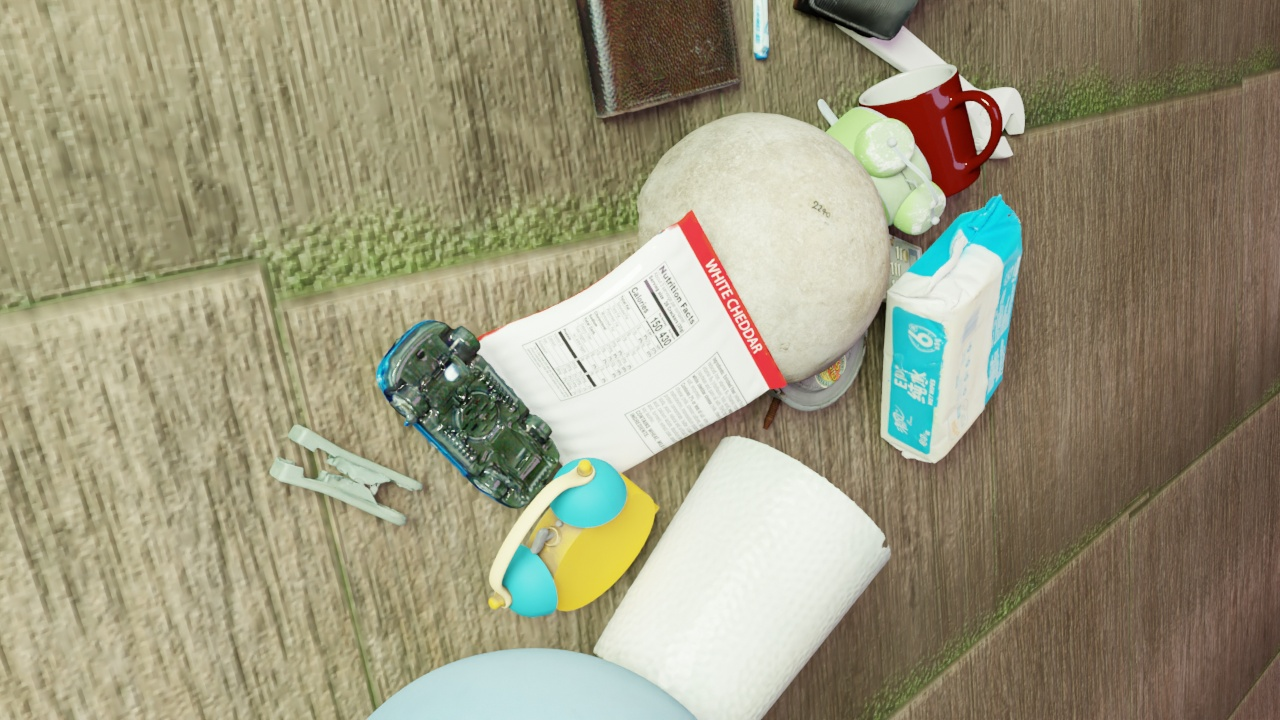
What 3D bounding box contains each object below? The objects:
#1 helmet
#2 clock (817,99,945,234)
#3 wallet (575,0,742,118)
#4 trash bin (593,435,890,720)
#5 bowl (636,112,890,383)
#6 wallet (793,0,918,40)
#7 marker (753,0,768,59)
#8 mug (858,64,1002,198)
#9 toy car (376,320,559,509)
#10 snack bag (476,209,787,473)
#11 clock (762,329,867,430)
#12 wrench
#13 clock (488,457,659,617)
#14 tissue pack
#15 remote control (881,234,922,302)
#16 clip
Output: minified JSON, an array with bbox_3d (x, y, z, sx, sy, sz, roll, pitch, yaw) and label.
[{"bbox_3d":[-0.048,0.245,0.467,0.166,0.226,0.266,-78,146,-55],"label":"helmet"},{"bbox_3d":[0.167,-0.134,0.648,0.042,0.119,0.094,-45,123,-2],"label":"clock"},{"bbox_3d":[0.013,-0.208,0.557,0.119,0.031,0.099,-25,115,-36],"label":"wallet"},{"bbox_3d":[0.059,0.152,0.587,0.161,0.133,0.133,-51,125,-17],"label":"trash bin"},{"bbox_3d":[0.092,-0.077,0.568,0.178,0.081,0.178,3,81,-22],"label":"bowl"},{"bbox_3d":[0.166,-0.280,0.626,0.089,0.026,0.115,5,127,-33],"label":"wallet"},{"bbox_3d":[0.080,-0.275,0.613,0.013,0.013,0.142,-11,103,-39],"label":"marker"},{"bbox_3d":[0.223,-0.169,0.686,0.073,0.106,0.082,-38,119,-27],"label":"mug"},{"bbox_3d":[-0.093,0.031,0.491,0.056,0.044,0.120,-52,128,-22],"label":"toy car"},{"bbox_3d":[-0.003,0.003,0.532,0.144,0.039,0.131,-29,120,6],"label":"snack bag"},{"bbox_3d":[0.121,-0.028,0.655,0.147,0.056,0.104,-52,123,-20],"label":"clock"},{"bbox_3d":[0.241,-0.234,0.752,0.273,0.018,0.066,17,85,-39],"label":"wrench"},{"bbox_3d":[-0.036,0.103,0.532,0.099,0.044,0.129,-57,150,5],"label":"clock"},{"bbox_3d":[0.241,-0.020,0.716,0.116,0.066,0.210,-43,143,-27],"label":"tissue pack"},{"bbox_3d":[0.198,-0.069,0.710,0.135,0.011,0.050,1,85,-59],"label":"remote control"},{"bbox_3d":[-0.147,0.060,0.466,0.076,0.023,0.045,32,77,-36],"label":"clip"}]
